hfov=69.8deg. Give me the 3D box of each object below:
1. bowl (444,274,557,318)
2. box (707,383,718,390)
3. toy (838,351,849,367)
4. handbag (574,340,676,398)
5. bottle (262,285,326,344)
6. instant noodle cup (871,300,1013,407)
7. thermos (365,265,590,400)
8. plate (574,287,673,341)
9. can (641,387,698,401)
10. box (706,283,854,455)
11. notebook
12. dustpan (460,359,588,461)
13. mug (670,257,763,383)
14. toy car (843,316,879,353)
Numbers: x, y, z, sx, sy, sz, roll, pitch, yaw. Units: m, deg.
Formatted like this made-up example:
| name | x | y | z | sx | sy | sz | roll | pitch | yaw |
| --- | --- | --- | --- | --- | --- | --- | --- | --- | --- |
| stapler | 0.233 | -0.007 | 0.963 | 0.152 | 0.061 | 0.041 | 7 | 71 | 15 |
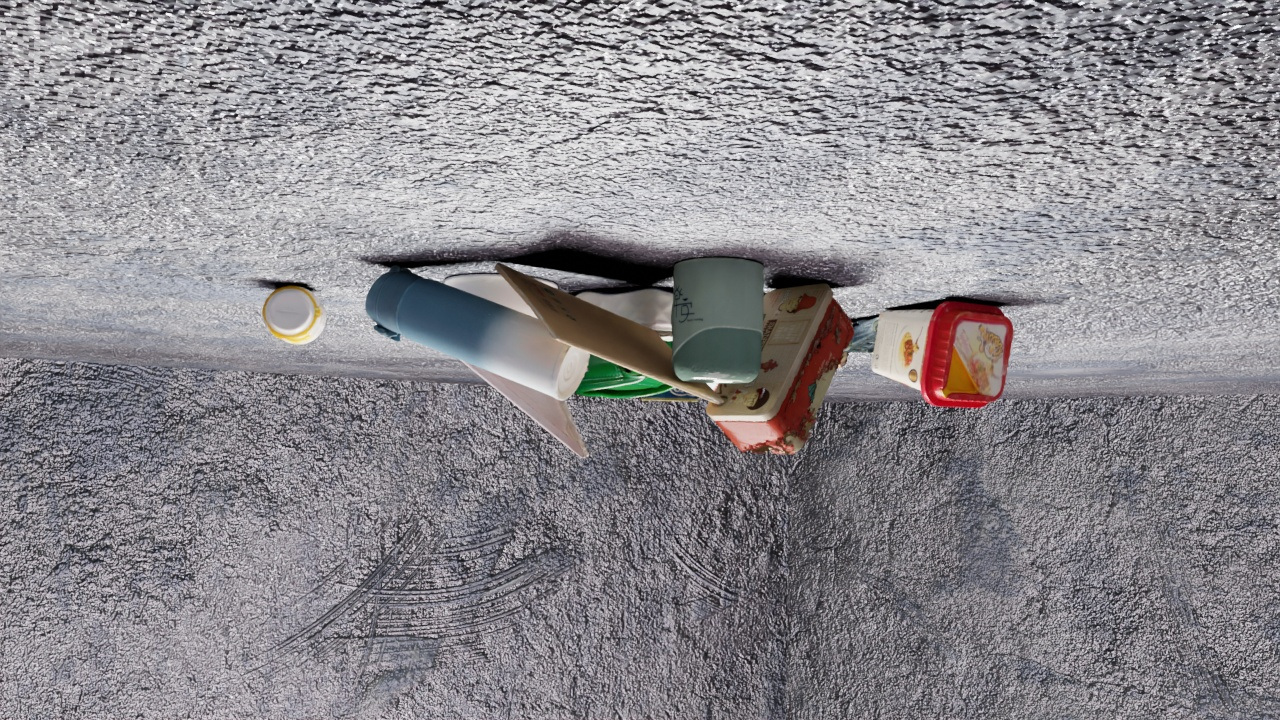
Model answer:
| name | x | y | z | sx | sy | sz | roll | pitch | yaw |
| --- | --- | --- | --- | --- | --- | --- | --- | --- | --- |
| bowl | -0.147 | -0.050 | 0.969 | 0.118 | 0.064 | 0.118 | 1 | 175 | 0 |
| box | 0.138 | -0.004 | 1.141 | 0.087 | 0.048 | 0.202 | 4 | 153 | -13 |
| toy | 0.207 | -0.023 | 1.251 | 0.157 | 0.066 | 0.105 | 5 | 134 | 3 |
| handbag | -0.006 | 0.006 | 1.026 | 0.120 | 0.068 | 0.131 | -4 | 173 | 39 |
| bottle | -0.395 | -0.050 | 1.061 | 0.063 | 0.063 | 0.108 | 2 | 175 | -9 |
| instant noodle cup | 0.339 | -0.011 | 1.050 | 0.116 | 0.116 | 0.124 | 4 | -174 | -28 |
| thermos | -0.157 | -0.027 | 0.864 | 0.220 | 0.070 | 0.070 | 20 | -179 | 18 |
| plate | 0.013 | -0.047 | 1.070 | 0.205 | 0.045 | 0.205 | 2 | 175 | 0 |
| can | 0.040 | -0.002 | 1.214 | 0.075 | 0.111 | 0.075 | 1 | 177 | 0 |
| box | 0.147 | 0.013 | 0.916 | 0.091 | 0.168 | 0.079 | -3 | 139 | 47 |
| notebook | -0.028 | -0.024 | 0.864 | 0.207 | 0.008 | 0.148 | 22 | -163 | -40 |
| dustpan | -0.175 | 0.028 | 1.116 | 0.139 | 0.273 | 0.222 | -23 | 174 | -4 |
| mug | 0.062 | -0.033 | 0.846 | 0.082 | 0.106 | 0.112 | 3 | 176 | -31 |
| toy car | 0.298 | -0.036 | 1.164 | 0.054 | 0.036 | 0.121 | 5 | 164 | -26 |
